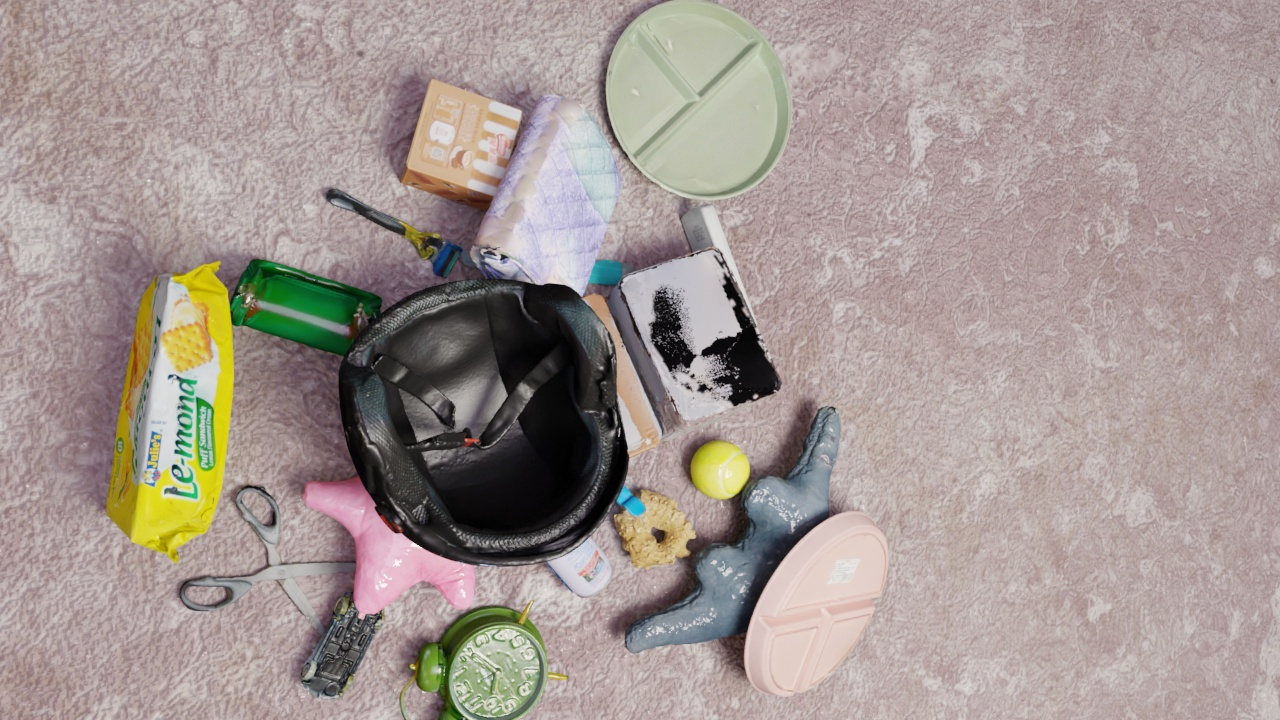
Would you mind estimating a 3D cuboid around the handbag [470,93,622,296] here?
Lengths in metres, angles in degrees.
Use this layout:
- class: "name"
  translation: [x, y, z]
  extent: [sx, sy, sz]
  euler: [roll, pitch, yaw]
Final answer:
- class: "handbag"
  translation: [-0.092, -0.150, 0.919]
  extent: [0.134, 0.076, 0.193]
  euler: [55, 47, -54]

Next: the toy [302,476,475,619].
- class: "toy"
  translation: [-0.235, 0.163, 0.891]
  extent: [0.194, 0.075, 0.178]
  euler: [33, 59, -12]

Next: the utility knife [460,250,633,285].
- class: "utility knife"
  translation: [-0.099, -0.102, 0.986]
  extent: [0.192, 0.013, 0.029]
  euler: [5, 85, -22]

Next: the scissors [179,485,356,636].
- class: "scissors"
  translation: [-0.348, 0.199, 0.889]
  extent: [0.176, 0.014, 0.159]
  euler: [0, 91, -23]

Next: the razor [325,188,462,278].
- class: "razor"
  translation: [-0.250, -0.135, 0.929]
  extent: [0.142, 0.022, 0.043]
  euler: [28, 123, -14]

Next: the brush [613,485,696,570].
- class: "brush"
  translation: [-0.033, 0.122, 0.989]
  extent: [0.083, 0.046, 0.254]
  euler: [-39, 96, -16]

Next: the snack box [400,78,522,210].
- class: "snack box"
  translation: [-0.182, -0.214, 0.925]
  extent: [0.094, 0.077, 0.092]
  euler: [16, 83, -18]

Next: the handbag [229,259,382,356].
- class: "handbag"
  translation: [-0.309, -0.048, 0.852]
  extent: [0.131, 0.120, 0.068]
  euler: [18, 88, -20]

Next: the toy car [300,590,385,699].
- class: "toy car"
  translation: [-0.290, 0.276, 0.893]
  extent: [0.049, 0.031, 0.105]
  euler: [32, 77, -27]

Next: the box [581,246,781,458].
- class: "box"
  translation: [-0.007, 0.006, 0.960]
  extent: [0.261, 0.088, 0.178]
  euler: [-20, 81, -20]

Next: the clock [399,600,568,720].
- class: "clock"
  translation: [-0.163, 0.320, 0.927]
  extent: [0.161, 0.056, 0.116]
  euler: [-26, 96, -19]

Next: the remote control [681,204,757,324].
- class: "remote control"
  translation: [0.089, -0.102, 1.030]
  extent: [0.021, 0.058, 0.150]
  euler: [-23, 97, -22]

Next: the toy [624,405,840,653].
- class: "toy"
  translation: [0.134, 0.208, 1.018]
  extent: [0.138, 0.091, 0.355]
  euler: [45, 76, -16]

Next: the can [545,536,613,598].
- class: "can"
  translation: [-0.083, 0.185, 0.944]
  extent: [0.053, 0.053, 0.134]
  euler: [-43, 119, -16]

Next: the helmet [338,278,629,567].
- class: "helmet"
  translation: [-0.137, 0.062, 0.819]
  extent: [0.233, 0.231, 0.274]
  euler: [-25, 75, -19]

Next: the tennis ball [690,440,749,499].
- class: "tennis ball"
  translation: [0.088, 0.121, 1.019]
  extent: [0.065, 0.065, 0.065]
  euler: [1, 88, -20]

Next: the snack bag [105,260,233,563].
- class: "snack bag"
  translation: [-0.406, 0.039, 0.799]
  extent: [0.068, 0.158, 0.246]
  euler: [9, 85, -37]

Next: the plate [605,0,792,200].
- class: "plate"
  translation: [0.066, -0.294, 1.045]
  extent: [0.230, 0.027, 0.230]
  euler: [1, 89, -19]

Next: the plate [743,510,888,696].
- class: "plate"
  translation: [0.202, 0.274, 1.015]
  extent: [0.228, 0.028, 0.230]
  euler: [-21, 123, -35]
